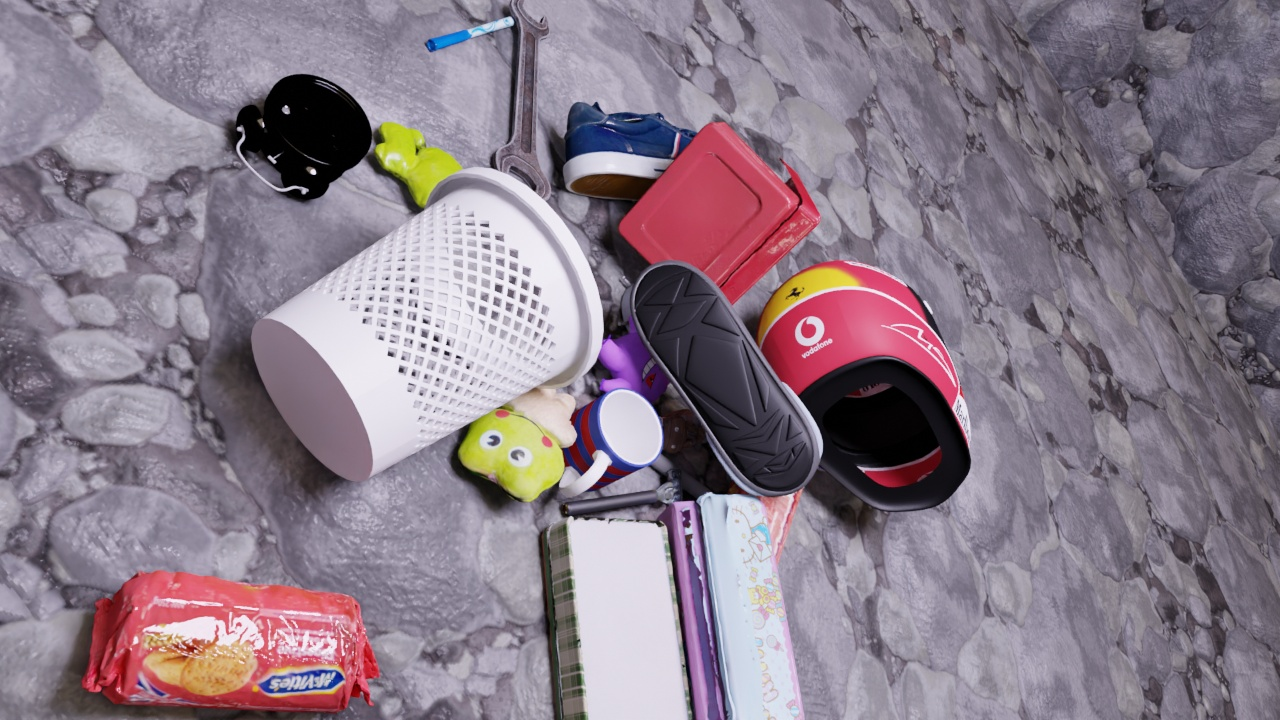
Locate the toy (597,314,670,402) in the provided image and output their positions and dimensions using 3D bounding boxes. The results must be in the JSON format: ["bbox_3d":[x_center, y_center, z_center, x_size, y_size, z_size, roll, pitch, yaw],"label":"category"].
[{"bbox_3d":[-0.005,0.005,0.917,0.105,0.056,0.088,-43,102,-34],"label":"toy"}]

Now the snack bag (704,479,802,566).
[{"bbox_3d":[0.121,0.165,0.956,0.077,0.041,0.224,44,46,-15],"label":"snack bag"}]

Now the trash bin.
[{"bbox_3d":[-0.167,-0.019,0.699,0.199,0.196,0.195,-38,95,-38],"label":"trash bin"}]

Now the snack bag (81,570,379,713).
[{"bbox_3d":[-0.249,0.177,0.579,0.176,0.083,0.082,18,56,-36],"label":"snack bag"}]

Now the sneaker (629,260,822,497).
[{"bbox_3d":[0.085,0.022,0.916,0.256,0.093,0.160,56,3,12],"label":"sneaker"}]

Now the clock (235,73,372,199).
[{"bbox_3d":[-0.285,-0.187,0.774,0.091,0.043,0.120,46,44,-14],"label":"clock"}]

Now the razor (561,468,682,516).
[{"bbox_3d":[-0.011,0.131,0.860,0.144,0.022,0.043,-3,90,-40],"label":"razor"}]

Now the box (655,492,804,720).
[{"bbox_3d":[0.080,0.230,0.820,0.092,0.090,0.213,1,63,-17],"label":"box"}]

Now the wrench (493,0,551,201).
[{"bbox_3d":[-0.124,-0.286,0.994,0.070,0.010,0.272,20,57,-37],"label":"wrench"}]

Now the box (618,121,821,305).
[{"bbox_3d":[0.079,-0.156,0.972,0.165,0.157,0.151,31,25,-32],"label":"box"}]

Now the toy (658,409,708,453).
[{"bbox_3d":[0.048,0.068,0.935,0.101,0.055,0.042,-3,107,-38],"label":"toy"}]

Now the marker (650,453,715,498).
[{"bbox_3d":[0.026,0.106,0.917,0.140,0.016,0.016,38,47,-21],"label":"marker"}]

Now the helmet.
[{"bbox_3d":[0.248,0.009,1.038,0.271,0.198,0.224,46,26,-26],"label":"helmet"}]

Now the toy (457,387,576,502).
[{"bbox_3d":[-0.098,0.063,0.789,0.092,0.043,0.117,28,52,11],"label":"toy"}]

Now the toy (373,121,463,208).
[{"bbox_3d":[-0.203,-0.179,0.852,0.093,0.036,0.094,18,49,-29],"label":"toy"}]

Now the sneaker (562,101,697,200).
[{"bbox_3d":[0.033,-0.244,1.058,0.294,0.121,0.127,2,79,-39],"label":"sneaker"}]

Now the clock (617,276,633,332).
[{"bbox_3d":[0.033,-0.045,0.995,0.122,0.035,0.094,26,52,-31],"label":"clock"}]

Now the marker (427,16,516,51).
[{"bbox_3d":[-0.178,-0.354,0.989,0.013,0.013,0.141,54,43,-5],"label":"marker"}]

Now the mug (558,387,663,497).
[{"bbox_3d":[-0.039,0.083,0.824,0.075,0.076,0.111,48,44,-11],"label":"mug"}]

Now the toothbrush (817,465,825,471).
[{"bbox_3d":[0.157,0.068,1.060,0.186,0.016,0.015,43,45,-16],"label":"toothbrush"}]

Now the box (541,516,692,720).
[{"bbox_3d":[-0.021,0.236,0.779,0.117,0.050,0.205,8,62,-37],"label":"box"}]
